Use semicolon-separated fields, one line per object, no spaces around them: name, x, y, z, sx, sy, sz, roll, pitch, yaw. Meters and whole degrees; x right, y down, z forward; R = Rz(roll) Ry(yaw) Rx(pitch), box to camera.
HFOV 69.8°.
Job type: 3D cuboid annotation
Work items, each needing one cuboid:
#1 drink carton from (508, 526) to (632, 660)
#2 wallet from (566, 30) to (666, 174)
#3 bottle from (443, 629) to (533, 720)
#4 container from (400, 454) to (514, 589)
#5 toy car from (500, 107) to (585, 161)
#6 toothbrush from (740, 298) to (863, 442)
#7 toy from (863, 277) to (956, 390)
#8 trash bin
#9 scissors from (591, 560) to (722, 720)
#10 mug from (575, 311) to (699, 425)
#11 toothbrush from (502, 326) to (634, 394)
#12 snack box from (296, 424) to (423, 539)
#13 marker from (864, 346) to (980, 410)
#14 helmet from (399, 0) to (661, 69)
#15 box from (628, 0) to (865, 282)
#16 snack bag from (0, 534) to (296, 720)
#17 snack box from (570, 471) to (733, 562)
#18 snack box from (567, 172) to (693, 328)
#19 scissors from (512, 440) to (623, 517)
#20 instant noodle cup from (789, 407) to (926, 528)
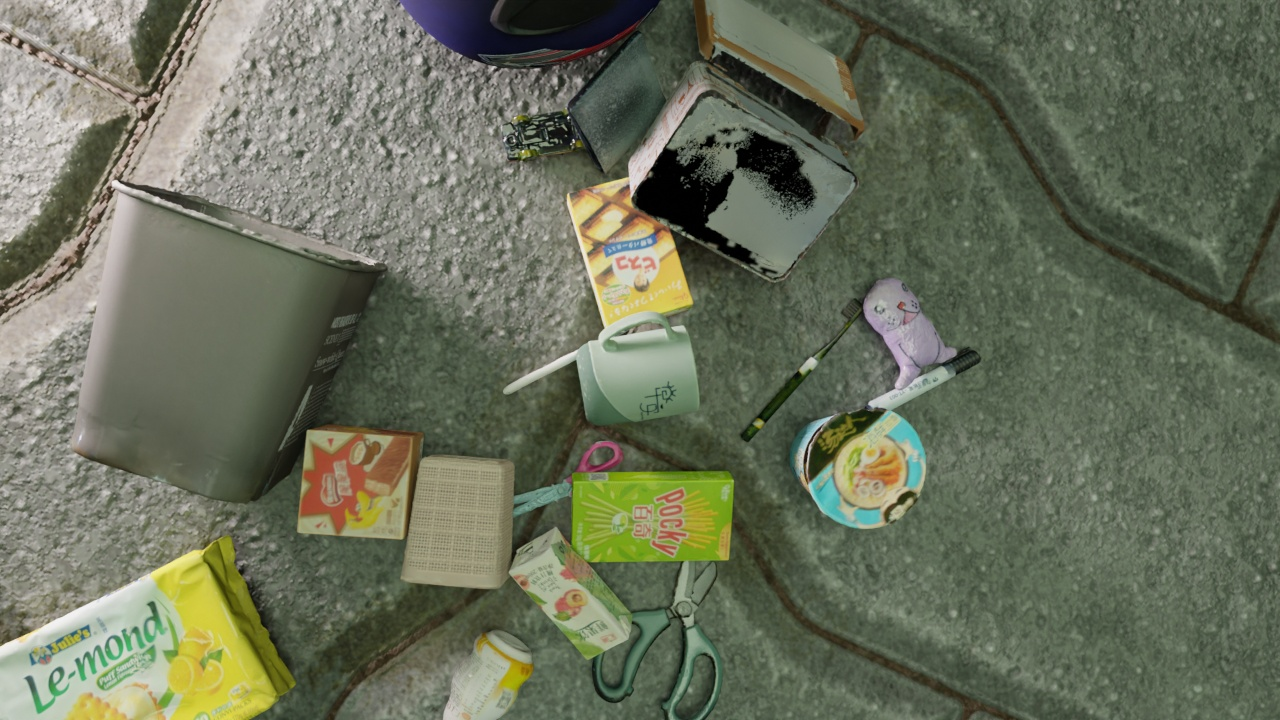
drink carton;-0.064;0.219;0.866;0.054;0.045;0.122;-33;107;18
wallet;-0.020;-0.238;0.856;0.019;0.121;0.097;39;85;20
bottle;-0.149;0.310;0.860;0.063;0.063;0.108;33;86;-5
container;-0.164;0.145;0.846;0.090;0.090;0.111;4;86;1
toy car;-0.088;-0.217;0.886;0.090;0.035;0.042;-13;92;-7
toothbrush;0.163;0.009;0.925;0.017;0.012;0.185;42;85;1
toy;0.262;-0.032;0.921;0.083;0.039;0.108;-32;94;-23
trash bin;-0.351;-0.015;0.784;0.198;0.199;0.220;18;94;-6
scissors;0.016;0.268;0.901;0.161;0.019;0.179;7;83;-2
mug;-0.005;0.005;0.860;0.106;0.082;0.112;-9;128;-3
toothbrush;-0.056;-0.014;0.898;0.180;0.016;0.016;-29;85;-6
snack box;-0.255;0.110;0.843;0.094;0.077;0.092;5;89;-6
marker;0.287;0.022;0.937;0.130;0.018;0.022;-26;67;-6
helmet;-0.071;-0.386;0.784;0.315;0.240;0.247;-23;54;0
box;0.093;-0.210;0.871;0.180;0.158;0.217;22;42;-22
snack bag;-0.450;0.282;0.824;0.246;0.068;0.158;-27;93;-6
snack box;0.011;0.151;0.890;0.156;0.026;0.086;1;104;-7
snack box;-0.011;-0.105;0.889;0.087;0.034;0.140;-16;86;-7
scissors;-0.072;0.133;0.898;0.137;0.017;0.072;-27;102;-2
instant noodle cup;0.195;0.098;0.873;0.111;0.120;0.111;0;88;-6
